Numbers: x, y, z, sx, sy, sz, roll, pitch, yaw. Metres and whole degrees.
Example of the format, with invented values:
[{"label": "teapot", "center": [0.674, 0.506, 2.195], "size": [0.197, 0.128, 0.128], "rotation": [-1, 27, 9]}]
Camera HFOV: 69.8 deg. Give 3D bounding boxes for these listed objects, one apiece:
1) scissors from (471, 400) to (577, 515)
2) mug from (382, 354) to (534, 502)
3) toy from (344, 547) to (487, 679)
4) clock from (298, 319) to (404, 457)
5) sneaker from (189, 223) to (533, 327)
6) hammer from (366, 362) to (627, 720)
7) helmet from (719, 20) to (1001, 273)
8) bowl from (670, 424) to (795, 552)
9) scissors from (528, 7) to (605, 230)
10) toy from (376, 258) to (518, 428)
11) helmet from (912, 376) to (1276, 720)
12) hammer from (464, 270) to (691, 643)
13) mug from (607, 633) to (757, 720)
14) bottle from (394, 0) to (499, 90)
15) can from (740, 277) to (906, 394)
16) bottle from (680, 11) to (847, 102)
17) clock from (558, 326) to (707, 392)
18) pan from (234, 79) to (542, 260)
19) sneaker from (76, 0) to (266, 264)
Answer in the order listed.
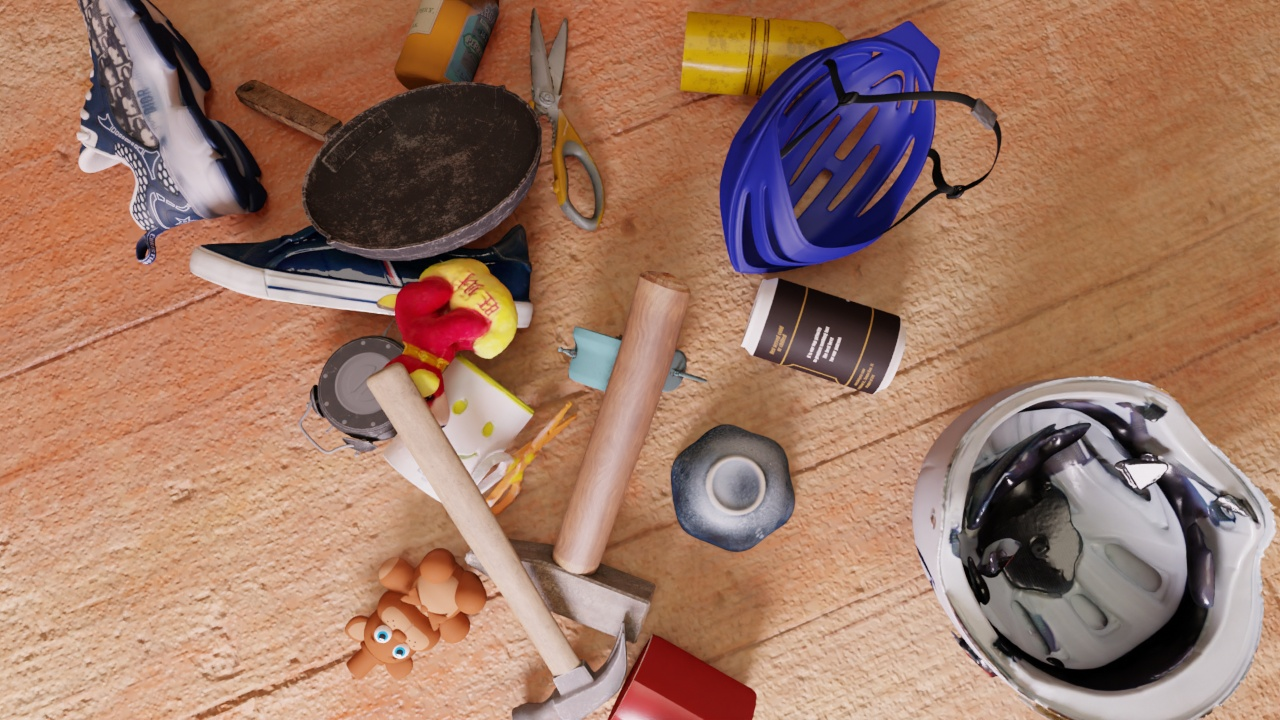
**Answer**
[{"label": "scissors", "center": [-0.100, 0.075, 0.780], "size": [0.012, 0.084, 0.133], "rotation": [35, 80, 27]}, {"label": "mug", "center": [-0.154, 0.060, 0.779], "size": [0.082, 0.082, 0.106], "rotation": [37, 83, 6]}, {"label": "toy", "center": [-0.193, 0.215, 0.763], "size": [0.127, 0.065, 0.095], "rotation": [-44, 101, -4]}, {"label": "clock", "center": [-0.237, 0.029, 0.803], "size": [0.091, 0.044, 0.122], "rotation": [42, 81, 14]}, {"label": "sneaker", "center": [-0.237, -0.102, 0.798], "size": [0.294, 0.120, 0.127], "rotation": [5, 93, -1]}, {"label": "hammer", "center": [-0.116, 0.148, 0.721], "size": [0.119, 0.030, 0.331], "rotation": [-26, 103, 7]}, {"label": "helmet", "center": [0.173, -0.158, 0.739], "size": [0.147, 0.227, 0.241], "rotation": [31, 96, -25]}, {"label": "bowl", "center": [0.080, 0.107, 0.782], "size": [0.110, 0.055, 0.110], "rotation": [0, 80, 1]}, {"label": "scissors", "center": [-0.078, -0.220, 0.846], "size": [0.166, 0.016, 0.224], "rotation": [23, 66, -19]}, {"label": "toy", "center": [-0.162, -0.020, 0.727], "size": [0.105, 0.067, 0.137], "rotation": [31, 83, 0]}, {"label": "helmet", "center": [0.332, 0.144, 0.719], "size": [0.236, 0.163, 0.264], "rotation": [-35, 88, -1]}, {"label": "hammer", "center": [-0.029, 0.069, 0.740], "size": [0.158, 0.037, 0.301], "rotation": [20, 106, 4]}, {"label": "mug", "center": [0.028, 0.287, 0.722], "size": [0.096, 0.116, 0.081], "rotation": [28, 110, 5]}, {"label": "bottle", "center": [-0.169, -0.321, 0.849], "size": [0.068, 0.068, 0.156], "rotation": [18, 81, 4]}, {"label": "can", "center": [0.158, -0.022, 0.793], "size": [0.128, 0.072, 0.072], "rotation": [18, 81, 4]}, {"label": "bottle", "center": [0.121, -0.274, 0.838], "size": [0.164, 0.071, 0.071], "rotation": [5, 81, 2]}, {"label": "clock", "center": [-0.005, 0.005, 0.785], "size": [0.124, 0.090, 0.053], "rotation": [17, 92, 8]}, {"label": "pan", "center": [-0.237, -0.184, 0.793], "size": [0.357, 0.040, 0.207], "rotation": [26, 62, 30]}, {"label": "sneaker", "center": [-0.459, -0.224, 0.829], "size": [0.132, 0.103, 0.269], "rotation": [-30, 85, 2]}]
